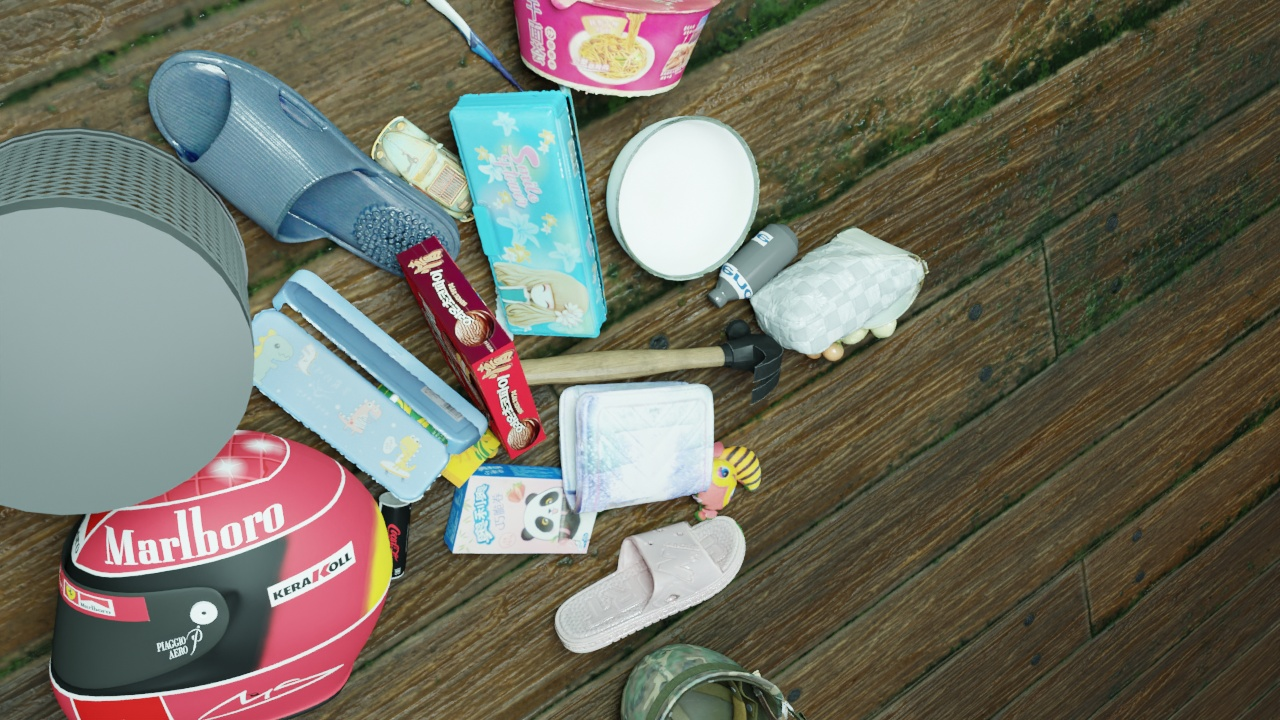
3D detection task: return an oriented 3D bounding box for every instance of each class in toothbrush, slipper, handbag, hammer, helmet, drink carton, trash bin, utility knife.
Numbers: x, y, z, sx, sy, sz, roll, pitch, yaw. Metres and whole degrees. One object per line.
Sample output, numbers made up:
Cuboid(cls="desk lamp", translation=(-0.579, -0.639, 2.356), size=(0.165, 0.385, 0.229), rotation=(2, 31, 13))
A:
Cuboid(cls="toothbrush", translation=(-0.144, -0.269, 0.778), size=(0.017, 0.016, 0.189), rotation=(-42, 124, 5))
Cuboid(cls="slipper", translation=(-0.257, -0.127, 0.716), size=(0.101, 0.082, 0.263), rotation=(-38, 128, 25))
Cuboid(cls="handbag", translation=(-0.005, 0.087, 0.956), size=(0.158, 0.069, 0.126), rotation=(-3, 96, -27))
Cuboid(cls="hammer", translation=(-0.005, 0.005, 0.915), size=(0.305, 0.132, 0.040), rotation=(-5, 116, -17))
Cuboid(cls="helmet", translation=(0.085, 0.441, 1.051), size=(0.192, 0.236, 0.224), rotation=(-36, 112, -17))
Cuboid(cls="handbag", translation=(0.210, -0.061, 0.998), size=(0.171, 0.112, 0.123), rotation=(-31, 128, -15))
Cuboid(cls="helmet", translation=(-0.342, 0.170, 0.741), size=(0.270, 0.197, 0.225), rotation=(-11, 115, -15))
Cuboid(cls="drink carton", translation=(-0.195, 0.063, 0.868), size=(0.058, 0.041, 0.122), rotation=(-47, 123, -4))
Cuboid(cls="trash bin", translation=(-0.373, -0.032, 0.621), size=(0.217, 0.227, 0.218), rotation=(-11, 114, -25))
Cuboid(cls="utility knife", translation=(-0.124, -0.112, 0.854), size=(0.030, 0.019, 0.228), rotation=(-4, 115, -20))
Cuboid(cls="slipper", translation=(0.011, 0.237, 1.019), size=(0.239, 0.094, 0.064), rotation=(-27, 125, -13))

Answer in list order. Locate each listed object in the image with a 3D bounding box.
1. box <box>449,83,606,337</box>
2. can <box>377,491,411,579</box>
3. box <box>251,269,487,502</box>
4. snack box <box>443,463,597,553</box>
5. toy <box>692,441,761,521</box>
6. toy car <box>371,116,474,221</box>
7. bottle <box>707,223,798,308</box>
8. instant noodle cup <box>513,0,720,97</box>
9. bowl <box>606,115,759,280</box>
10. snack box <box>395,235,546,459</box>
Cuboid(cls="box", translation=(-0.081, -0.143, 0.821), size=(0.097, 0.116, 0.227), rotation=(3, 130, 16))
Cuboid(cls="can", translation=(-0.242, 0.170, 0.892), size=(0.031, 0.031, 0.080), rotation=(0, 110, -28))
Cuboid(cls="box", translation=(-0.240, 0.022, 0.790), size=(0.209, 0.047, 0.122), rotation=(42, 110, -14))
Cuboid(cls="snack box", translation=(-0.119, 0.154, 0.952), size=(0.154, 0.033, 0.088), rotation=(7, 105, -30))
Cuboid(cls="toy", translation=(0.092, 0.135, 1.050), size=(0.103, 0.046, 0.084), rotation=(-22, 97, -31))
Cuboid(cls="toy car", translation=(-0.173, -0.159, 0.786), size=(0.112, 0.047, 0.047), rotation=(33, 95, -34))
Cuboid(cls="bottle", translation=(0.117, -0.098, 0.968), size=(0.112, 0.047, 0.047), rotation=(-42, 123, -7))
Cuboid(cls="instant noodle cup", translation=(-0.028, -0.279, 0.754), size=(0.178, 0.178, 0.078), rotation=(-8, 130, -26))
Cuboid(cls="bowl", translation=(0.032, -0.160, 0.882), size=(0.153, 0.073, 0.153), rotation=(-10, 114, -24))
Cuboid(cls="snack box", translation=(-0.141, -0.008, 0.779), size=(0.035, 0.132, 0.152), rotation=(-31, 149, -15))
